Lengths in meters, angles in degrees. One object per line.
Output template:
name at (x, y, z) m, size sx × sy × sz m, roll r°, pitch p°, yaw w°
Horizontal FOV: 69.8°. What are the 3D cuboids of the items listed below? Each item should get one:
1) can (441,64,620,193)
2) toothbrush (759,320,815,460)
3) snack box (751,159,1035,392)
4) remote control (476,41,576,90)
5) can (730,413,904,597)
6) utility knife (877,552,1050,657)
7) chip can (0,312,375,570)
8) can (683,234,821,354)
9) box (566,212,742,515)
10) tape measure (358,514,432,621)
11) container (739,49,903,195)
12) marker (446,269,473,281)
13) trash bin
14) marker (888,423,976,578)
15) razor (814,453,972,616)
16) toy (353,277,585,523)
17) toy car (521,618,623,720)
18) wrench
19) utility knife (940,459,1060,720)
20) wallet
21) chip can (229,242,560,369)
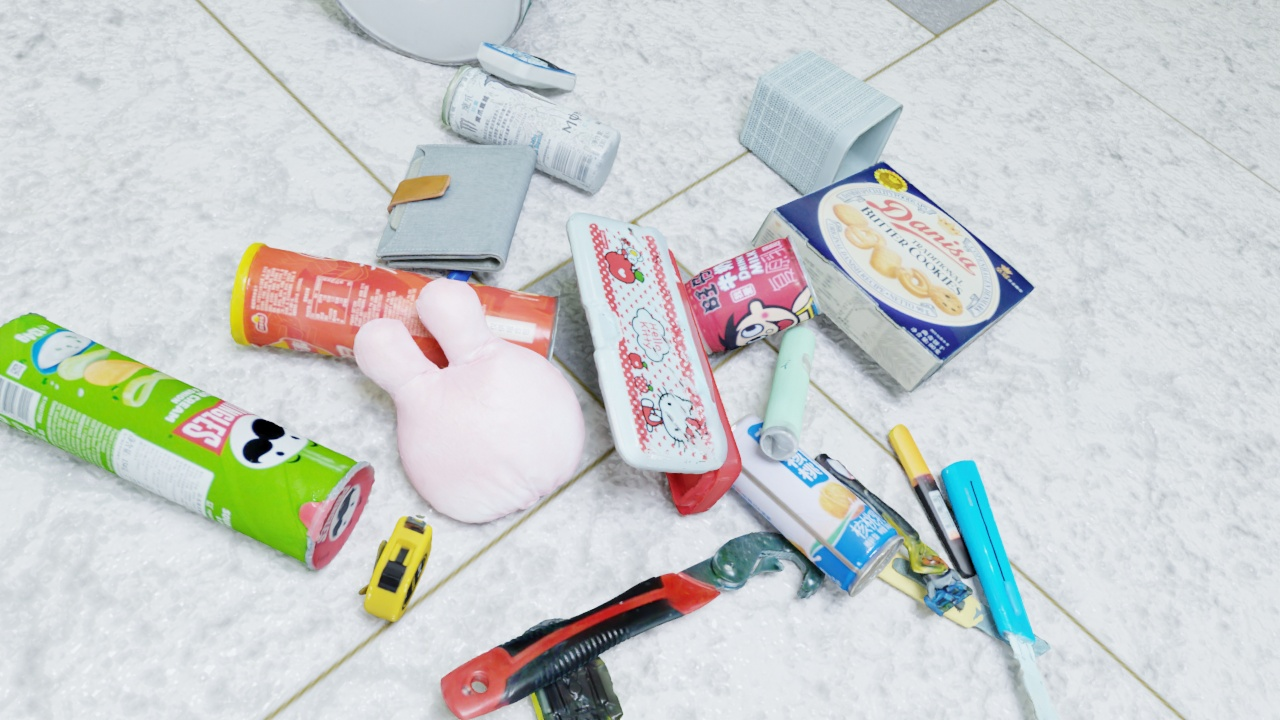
can at (-0.093, -0.198, 0.786) m, size 0.147 × 0.058 × 0.058 m, roll 25°, pitch 54°, yaw 3°
toothbrush at (0.117, 0.000, 0.690) m, size 0.026 × 0.027 × 0.223 m, roll 59°, pitch 28°, yaw -21°
snack box at (0.216, -0.080, 0.775) m, size 0.182 × 0.046 × 0.178 m, roll -30°, pitch 67°, yaw -39°
remote control at (-0.099, -0.256, 0.807) m, size 0.049 × 0.024 × 0.124 m, roll 27°, pitch 19°, yaw 9°
can at (0.111, 0.096, 0.630) m, size 0.053 × 0.053 × 0.134 m, roll -32°, pitch 59°, yaw -30°
utility knife at (0.196, 0.155, 0.650) m, size 0.201 × 0.021 × 0.030 m, roll 33°, pitch 55°, yaw 3°
chip can at (-0.286, 0.048, 0.562) m, size 0.236 × 0.072 × 0.072 m, roll 24°, pitch 54°, yaw 3°
can at (0.084, -0.049, 0.704) m, size 0.094 × 0.066 × 0.066 m, roll -22°, pitch 59°, yaw 10°
box at (-0.003, 0.001, 0.637) m, size 0.100 × 0.110 × 0.201 m, roll 0°, pitch 57°, yaw -24°
tape measure at (-0.148, 0.126, 0.552) m, size 0.029 × 0.060 × 0.057 m, roll 21°, pitch 60°, yaw -2°
container at (0.161, -0.217, 0.846) m, size 0.111 × 0.090 × 0.089 m, roll 41°, pitch 56°, yaw 17°
marker at (-0.122, -0.107, 0.742) m, size 0.017 × 0.017 × 0.145 m, roll 22°, pitch 54°, yaw 1°
trash bin at (-0.165, -0.425, 0.830) m, size 0.229 × 0.230 × 0.251 m, roll 15°, pitch 60°, yaw -4°
marker at (0.218, 0.104, 0.687) m, size 0.018 × 0.015 × 0.123 m, roll -8°, pitch 61°, yaw -26°
razor at (0.176, 0.115, 0.653) m, size 0.042 × 0.022 × 0.142 m, roll -12°, pitch 49°, yaw -41°
toy at (-0.110, 0.027, 0.600) m, size 0.121 × 0.054 × 0.159 m, roll -33°, pitch 99°, yaw -10°
toy car at (-0.040, 0.203, 0.544) m, size 0.048 × 0.032 × 0.105 m, roll -6°, pitch 46°, yaw -24°
wrench at (0.005, 0.158, 0.573) m, size 0.272 × 0.016 × 0.056 m, roll -12°, pitch 48°, yaw -31°
utility knife at (0.255, 0.170, 0.637) m, size 0.034 × 0.018 × 0.234 m, roll 13°, pitch 49°, yaw -25°
wallet at (-0.145, -0.126, 0.724) m, size 0.106 × 0.037 × 0.129 m, roll 3°, pitch 51°, yaw 7°
chip can at (-0.167, -0.030, 0.644) m, size 0.216 × 0.073 × 0.073 m, roll 9°, pitch 55°, yaw -8°
